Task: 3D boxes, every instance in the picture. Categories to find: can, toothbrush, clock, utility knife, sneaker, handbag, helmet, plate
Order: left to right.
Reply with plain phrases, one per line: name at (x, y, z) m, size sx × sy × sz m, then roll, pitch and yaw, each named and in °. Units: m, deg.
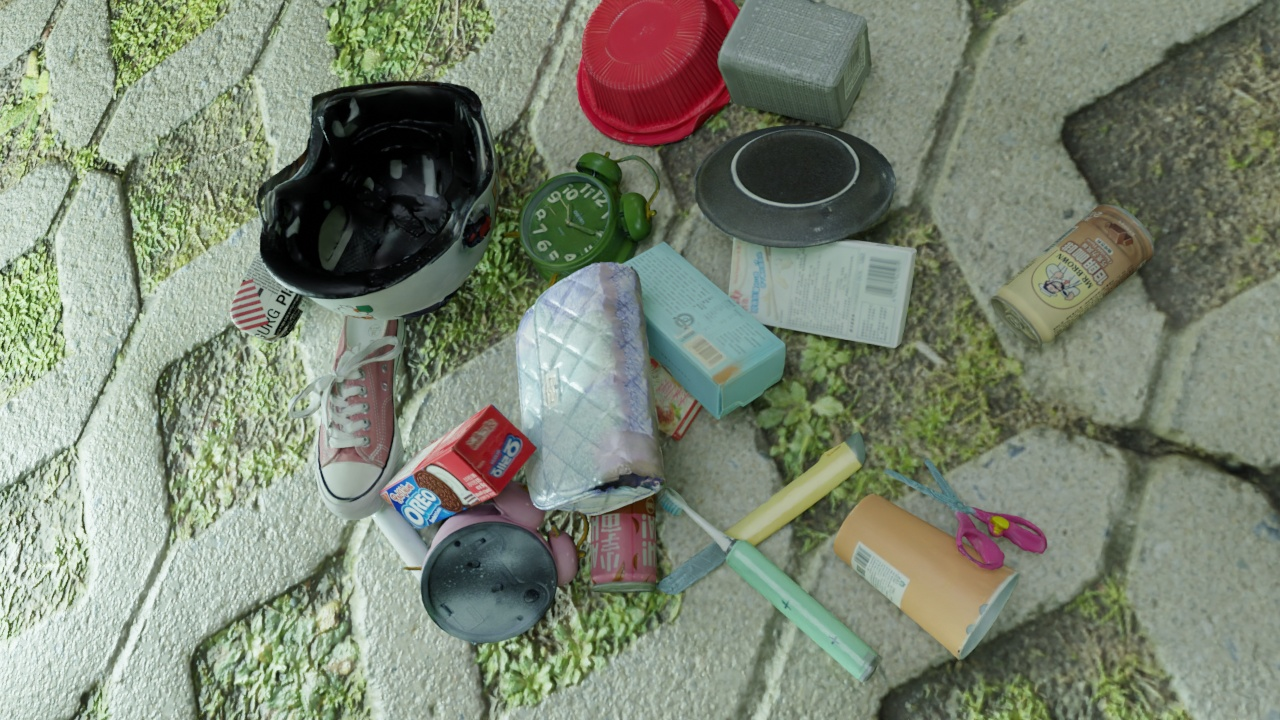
sneaker at (-0.286, 0.035, 0.914) m, size 0.118 × 0.088 × 0.240 m, roll -4°, pitch 65°, yaw 9°
helmet at (-0.243, -0.145, 0.924) m, size 0.230 × 0.157 × 0.273 m, roll 2°, pitch 64°, yaw 12°
toothbrush at (-0.218, 0.187, 0.891) m, size 0.221 × 0.026 × 0.026 m, roll 44°, pitch 115°, yaw 26°
clock at (-0.118, 0.173, 0.811) m, size 0.158 × 0.117 × 0.060 m, roll -34°, pitch 20°, yaw 1°
handbag at (-0.045, 0.029, 0.771) m, size 0.134 × 0.075 × 0.193 m, roll -28°, pitch 62°, yaw 40°
clock at (-0.051, -0.140, 0.911) m, size 0.161 × 0.056 × 0.116 m, roll -39°, pitch 65°, yaw 6°
can at (-0.015, 0.129, 0.812) m, size 0.058 × 0.058 × 0.147 m, roll -7°, pitch 71°, yaw 19°
utility knife at (0.104, 0.136, 0.785) m, size 0.220 × 0.022 × 0.031 m, roll -35°, pitch 61°, yaw 1°
toothbrush at (0.102, 0.178, 0.757) m, size 0.224 × 0.026 × 0.027 m, roll 39°, pitch 114°, yaw 21°
plate at (0.137, -0.167, 0.821) m, size 0.179 × 0.024 × 0.179 m, roll -3°, pitch 48°, yaw 4°
can at (0.344, -0.067, 0.733) m, size 0.116 × 0.058 × 0.058 m, roll -41°, pitch 64°, yaw 5°

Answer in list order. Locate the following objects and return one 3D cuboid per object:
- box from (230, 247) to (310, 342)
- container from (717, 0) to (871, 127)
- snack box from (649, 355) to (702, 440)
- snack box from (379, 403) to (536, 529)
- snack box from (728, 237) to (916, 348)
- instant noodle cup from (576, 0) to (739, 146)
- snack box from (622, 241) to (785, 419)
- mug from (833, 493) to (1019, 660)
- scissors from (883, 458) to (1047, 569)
box at (-0.397, -0.102, 1.019) m, size 0.075 × 0.083 × 0.163 m, roll 22°, pitch 80°, yaw 19°
container at (0.149, -0.282, 0.862) m, size 0.114 × 0.090 × 0.090 m, roll 24°, pitch 84°, yaw 22°
snack box at (-0.005, 0.005, 0.865) m, size 0.153 × 0.025 × 0.075 m, roll 32°, pitch 87°, yaw 27°
snack box at (-0.167, 0.098, 0.812) m, size 0.057 × 0.208 × 0.058 m, roll 46°, pitch 56°, yaw -11°
snack box at (0.155, -0.066, 0.804) m, size 0.157 × 0.026 × 0.085 m, roll 12°, pitch 109°, yaw 24°
instant noodle cup at (0.012, -0.320, 0.939) m, size 0.194 × 0.066 × 0.193 m, roll -6°, pitch 72°, yaw 18°
snack box at (0.044, -0.030, 0.819) m, size 0.074 × 0.052 × 0.175 m, roll -30°, pitch 55°, yaw -23°
mug at (0.214, 0.160, 0.707) m, size 0.123 × 0.078 × 0.078 m, roll 33°, pitch 87°, yaw 31°
scissors at (0.246, 0.118, 0.700) m, size 0.133 × 0.130 × 0.017 m, roll 27°, pitch 119°, yaw 12°
